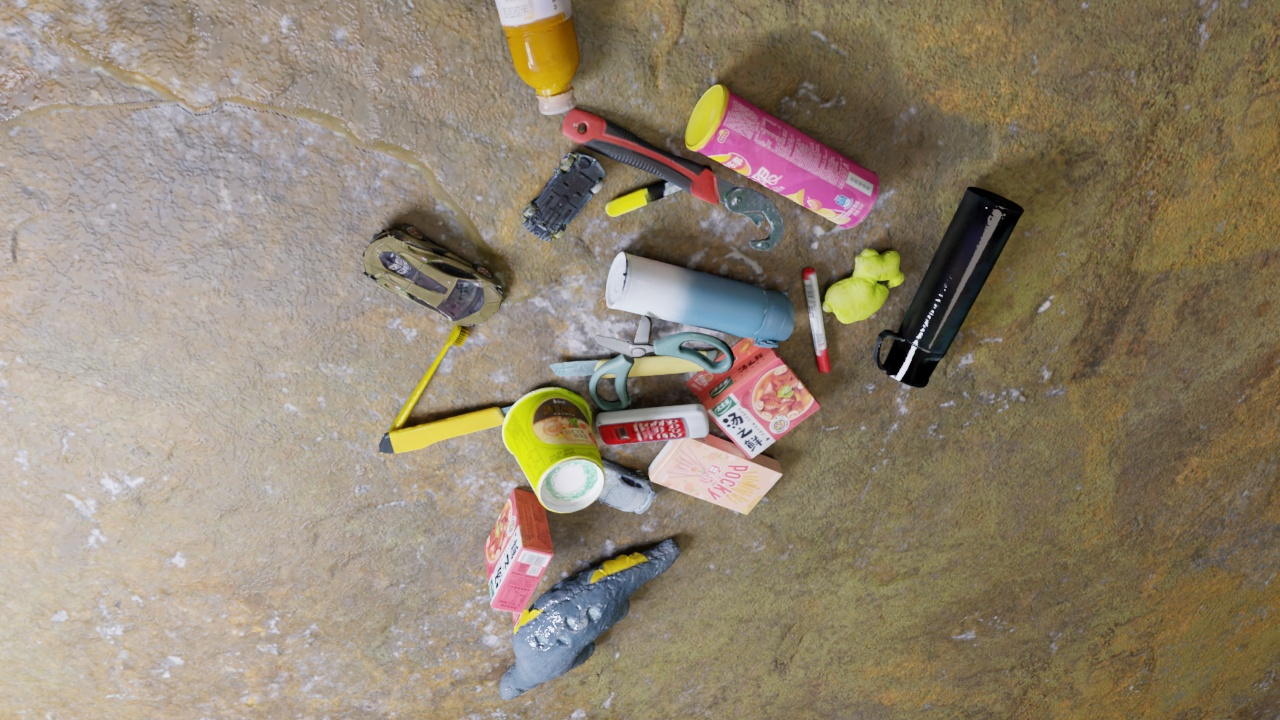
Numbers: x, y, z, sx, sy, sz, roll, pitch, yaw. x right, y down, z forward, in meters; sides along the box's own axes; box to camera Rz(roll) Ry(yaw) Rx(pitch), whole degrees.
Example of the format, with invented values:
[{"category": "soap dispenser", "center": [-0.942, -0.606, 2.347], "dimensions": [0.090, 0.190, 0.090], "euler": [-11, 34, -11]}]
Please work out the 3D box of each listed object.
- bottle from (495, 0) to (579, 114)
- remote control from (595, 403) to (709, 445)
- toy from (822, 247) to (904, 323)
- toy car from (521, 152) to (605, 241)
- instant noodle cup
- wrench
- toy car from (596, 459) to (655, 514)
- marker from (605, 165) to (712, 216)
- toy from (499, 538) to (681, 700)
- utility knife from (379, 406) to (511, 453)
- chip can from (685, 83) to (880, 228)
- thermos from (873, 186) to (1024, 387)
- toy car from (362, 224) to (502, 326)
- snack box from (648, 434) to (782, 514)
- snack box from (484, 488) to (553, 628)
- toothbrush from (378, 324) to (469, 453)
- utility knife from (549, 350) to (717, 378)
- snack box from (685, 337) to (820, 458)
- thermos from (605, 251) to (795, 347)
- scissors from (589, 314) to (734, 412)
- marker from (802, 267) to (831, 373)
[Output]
[{"category": "bottle", "center": [-0.098, -0.325, 0.852], "dimensions": [0.068, 0.068, 0.190], "euler": [-15, 122, -4]}, {"category": "remote control", "center": [0.015, 0.079, 1.117], "dimensions": [0.136, 0.020, 0.056], "euler": [-5, 140, 9]}, {"category": "toy", "center": [0.269, -0.086, 1.098], "dimensions": [0.096, 0.031, 0.100], "euler": [2, 119, -16]}, {"category": "toy car", "center": [-0.081, -0.174, 0.966], "dimensions": [0.049, 0.031, 0.106], "euler": [34, 109, -28]}, {"category": "instant noodle cup", "center": [-0.094, 0.110, 1.068], "dimensions": [0.111, 0.123, 0.112], "euler": [-10, 124, -16]}, {"category": "wrench", "center": [0.042, -0.195, 0.979], "dimensions": [0.273, 0.016, 0.056], "euler": [25, 99, -19]}, {"category": "toy car", "center": [-0.039, 0.158, 1.169], "dimensions": [0.120, 0.036, 0.054], "euler": [25, 112, -21]}, {"category": "marker", "center": [0.020, -0.185, 0.994], "dimensions": [0.124, 0.015, 0.018], "euler": [-22, 115, -3]}, {"category": "toy", "center": [-0.097, 0.360, 1.251], "dimensions": [0.357, 0.091, 0.137], "euler": [-46, 147, 16]}, {"category": "utility knife", "center": [-0.203, 0.075, 1.090], "dimensions": [0.216, 0.015, 0.033], "euler": [-13, 129, -13]}, {"category": "chip can", "center": [0.153, -0.212, 0.974], "dimensions": [0.210, 0.071, 0.071], "euler": [22, 113, -24]}, {"category": "thermos", "center": [0.359, -0.084, 1.096], "dimensions": [0.090, 0.068, 0.243], "euler": [9, 117, -23]}, {"category": "toy car", "center": [-0.219, -0.087, 0.982], "dimensions": [0.158, 0.042, 0.070], "euler": [26, 112, -28]}, {"category": "snack box", "center": [0.098, 0.143, 1.191], "dimensions": [0.157, 0.026, 0.085], "euler": [23, 120, -23]}, {"category": "snack box", "center": [-0.158, 0.246, 1.146], "dimensions": [0.044, 0.113, 0.127], "euler": [17, 114, -23]}, {"category": "toothbrush", "center": [-0.251, 0.035, 1.059], "dimensions": [0.016, 0.015, 0.190], "euler": [25, 112, -31]}, {"category": "utility knife", "center": [-0.006, 0.006, 1.096], "dimensions": [0.204, 0.021, 0.031], "euler": [-6, 117, -17]}, {"category": "snack box", "center": [0.140, 0.044, 1.136], "dimensions": [0.113, 0.044, 0.127], "euler": [-39, 120, 11]}, {"category": "thermos", "center": [0.072, -0.067, 1.044], "dimensions": [0.220, 0.070, 0.070], "euler": [13, 116, -19]}, {"category": "scissors", "center": [0.015, 0.013, 1.076], "dimensions": [0.171, 0.019, 0.170], "euler": [11, 137, -19]}, {"category": "marker", "center": [0.215, -0.047, 1.116], "dimensions": [0.017, 0.017, 0.145], "euler": [-17, 122, -3]}]
